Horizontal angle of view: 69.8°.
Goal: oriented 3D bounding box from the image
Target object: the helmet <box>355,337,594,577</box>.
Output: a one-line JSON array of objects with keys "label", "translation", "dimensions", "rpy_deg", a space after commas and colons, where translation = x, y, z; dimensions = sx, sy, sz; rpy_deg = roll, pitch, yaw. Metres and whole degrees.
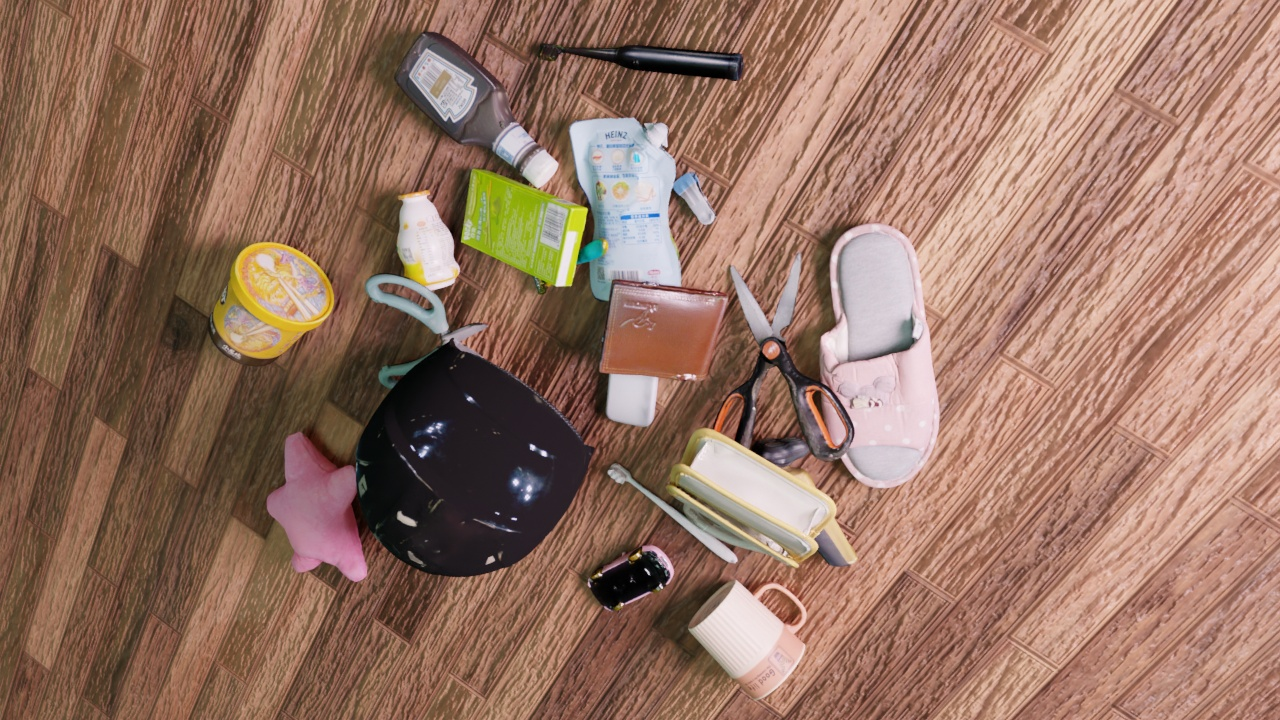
[{"label": "helmet", "translation": [-0.193, 0.122, 0.990], "dimensions": [0.233, 0.229, 0.276], "rpy_deg": [38, 130, -3]}]

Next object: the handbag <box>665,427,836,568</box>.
[{"label": "handbag", "translation": [0.102, 0.163, 0.961], "dimensions": [0.163, 0.063, 0.179], "rpy_deg": [30, 151, 9]}]

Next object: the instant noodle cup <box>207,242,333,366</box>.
[{"label": "instant noodle cup", "translation": [-0.447, -0.061, 1.095], "dimensions": [0.115, 0.118, 0.118], "rpy_deg": [-39, 91, 33]}]

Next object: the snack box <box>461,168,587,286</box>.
[{"label": "snack box", "translation": [-0.127, -0.143, 0.977], "dimensions": [0.156, 0.026, 0.086], "rpy_deg": [26, 113, 34]}]

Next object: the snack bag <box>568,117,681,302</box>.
[{"label": "snack bag", "translation": [-0.014, -0.156, 0.956], "dimensions": [0.110, 0.038, 0.191], "rpy_deg": [5, 109, 29]}]

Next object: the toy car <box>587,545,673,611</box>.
[{"label": "toy car", "translation": [-0.011, 0.254, 1.081], "dimensions": [0.123, 0.037, 0.056], "rpy_deg": [-35, 90, 36]}]

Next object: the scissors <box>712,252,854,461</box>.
[{"label": "scissors", "translation": [0.131, 0.013, 0.929], "dimensions": [0.221, 0.021, 0.228], "rpy_deg": [49, 114, 23]}]

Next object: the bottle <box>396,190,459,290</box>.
[{"label": "bottle", "translation": [-0.242, -0.134, 1.027], "dimensions": [0.063, 0.063, 0.108], "rpy_deg": [-6, 104, 20]}]

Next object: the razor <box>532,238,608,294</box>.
[{"label": "razor", "translation": [-0.073, -0.107, 0.976], "dimensions": [0.133, 0.028, 0.043], "rpy_deg": [-17, 90, 49]}]

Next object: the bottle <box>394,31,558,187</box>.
[{"label": "bottle", "translation": [-0.170, -0.261, 0.977], "dimensions": [0.195, 0.044, 0.080], "rpy_deg": [42, 114, 2]}]

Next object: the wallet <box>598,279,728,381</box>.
[{"label": "wallet", "translation": [0.022, -0.031, 0.959], "dimensions": [0.124, 0.032, 0.101], "rpy_deg": [6, 114, -10]}]

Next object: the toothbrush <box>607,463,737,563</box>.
[{"label": "toothbrush", "translation": [0.037, 0.177, 1.051], "dimensions": [0.180, 0.016, 0.016], "rpy_deg": [37, 125, 5]}]

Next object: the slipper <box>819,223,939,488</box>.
[{"label": "slipper", "translation": [0.236, 0.001, 0.912], "dimensions": [0.114, 0.054, 0.274], "rpy_deg": [-1, 105, 19]}]

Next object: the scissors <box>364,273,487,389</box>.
[{"label": "scissors", "translation": [-0.265, -0.024, 1.058], "dimensions": [0.170, 0.019, 0.171], "rpy_deg": [-34, 124, 30]}]

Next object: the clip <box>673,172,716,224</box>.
[{"label": "clip", "translation": [0.058, -0.165, 0.943], "dimensions": [0.026, 0.036, 0.058], "rpy_deg": [-34, 90, 22]}]

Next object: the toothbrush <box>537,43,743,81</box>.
[{"label": "toothbrush", "translation": [-0.004, -0.302, 0.917], "dimensions": [0.213, 0.026, 0.027], "rpy_deg": [10, 70, 16]}]

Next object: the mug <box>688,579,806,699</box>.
[{"label": "mug", "translation": [0.128, 0.300, 1.030], "dimensions": [0.106, 0.081, 0.114], "rpy_deg": [45, 87, 3]}]

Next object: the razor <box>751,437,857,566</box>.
[{"label": "razor", "translation": [0.180, 0.151, 0.981], "dimensions": [0.067, 0.062, 0.167], "rpy_deg": [-35, 99, -7]}]

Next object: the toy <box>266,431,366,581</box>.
[{"label": "toy", "translation": [-0.424, 0.185, 1.181], "dimensions": [0.179, 0.074, 0.195], "rpy_deg": [5, 104, 28]}]

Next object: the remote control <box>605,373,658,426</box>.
[{"label": "remote control", "translation": [-0.006, 0.006, 1.013], "dimensions": [0.056, 0.020, 0.136], "rpy_deg": [11, 109, 15]}]
